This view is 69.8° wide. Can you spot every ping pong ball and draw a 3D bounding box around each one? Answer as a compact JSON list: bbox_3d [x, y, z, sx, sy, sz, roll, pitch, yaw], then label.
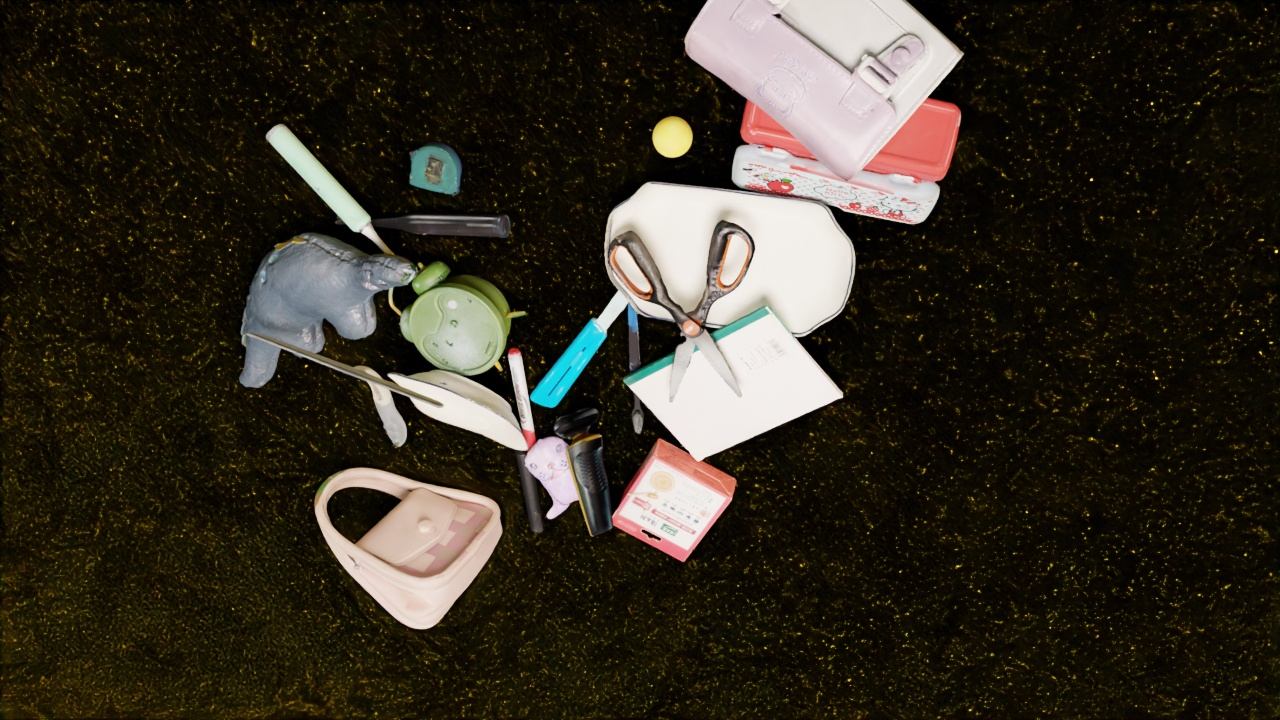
[{"bbox_3d":[0.032,-0.226,0.929,0.040,0.040,0.040,6,121,10],"label":"ping pong ball"}]

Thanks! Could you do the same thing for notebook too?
[{"bbox_3d":[0.103,0.032,1.058,0.210,0.012,0.150,-28,117,33],"label":"notebook"}]

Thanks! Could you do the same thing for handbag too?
[{"bbox_3d":[-0.317,0.221,1.203,0.234,0.192,0.094,28,121,8],"label":"handbag"},{"bbox_3d":[0.156,-0.273,0.807,0.197,0.098,0.145,39,103,-1],"label":"handbag"}]

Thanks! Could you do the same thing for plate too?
[{"bbox_3d":[0.094,-0.112,0.985,0.266,0.034,0.162,8,122,10],"label":"plate"},{"bbox_3d":[-0.214,0.053,1.123,0.164,0.034,0.164,19,160,13],"label":"plate"}]

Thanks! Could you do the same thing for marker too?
[{"bbox_3d":[-0.146,0.173,1.220,0.020,0.022,0.132,-17,121,-19],"label":"marker"},{"bbox_3d":[-0.148,0.050,1.151,0.017,0.017,0.145,1,120,13],"label":"marker"}]

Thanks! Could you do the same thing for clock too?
[{"bbox_3d":[-0.225,-0.052,1.087,0.161,0.056,0.116,26,122,-2],"label":"clock"}]

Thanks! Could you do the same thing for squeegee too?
[{"bbox_3d":[-0.323,0.048,1.132,0.246,0.039,0.247,19,156,10],"label":"squeegee"}]

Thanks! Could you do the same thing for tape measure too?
[{"bbox_3d":[-0.227,-0.212,1.012,0.058,0.025,0.055,15,123,4],"label":"tape measure"}]

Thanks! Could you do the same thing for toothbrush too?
[{"bbox_3d":[-0.337,-0.177,1.040,0.224,0.026,0.027,47,130,-5],"label":"toothbrush"},{"bbox_3d":[-0.006,0.006,1.091,0.014,0.016,0.190,1,119,6],"label":"toothbrush"},{"bbox_3d":[-0.253,-0.158,1.051,0.213,0.026,0.027,5,86,13],"label":"toothbrush"}]

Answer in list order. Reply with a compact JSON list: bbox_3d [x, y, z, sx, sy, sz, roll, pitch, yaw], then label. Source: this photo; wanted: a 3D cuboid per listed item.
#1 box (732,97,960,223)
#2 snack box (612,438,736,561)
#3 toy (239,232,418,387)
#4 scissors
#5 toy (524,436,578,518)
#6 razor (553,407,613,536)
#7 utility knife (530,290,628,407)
[{"bbox_3d":[0.197,-0.206,0.903,0.201,0.099,0.112,14,88,7],"label":"box"},{"bbox_3d":[0.040,0.178,1.163,0.113,0.044,0.127,29,122,-4],"label":"snack box"},{"bbox_3d":[-0.387,-0.076,1.077,0.357,0.091,0.138,-22,88,35],"label":"toy"},{"bbox_3d":[0.054,-0.057,0.986,0.221,0.021,0.231,39,121,-5],"label":"scissors"},{"bbox_3d":[-0.107,0.146,1.180,0.084,0.039,0.108,-30,112,2],"label":"toy"},{"bbox_3d":[-0.067,0.141,1.146,0.068,0.062,0.167,7,113,55],"label":"razor"},{"bbox_3d":[-0.068,-0.016,1.091,0.034,0.018,0.210,35,121,-7],"label":"utility knife"}]
